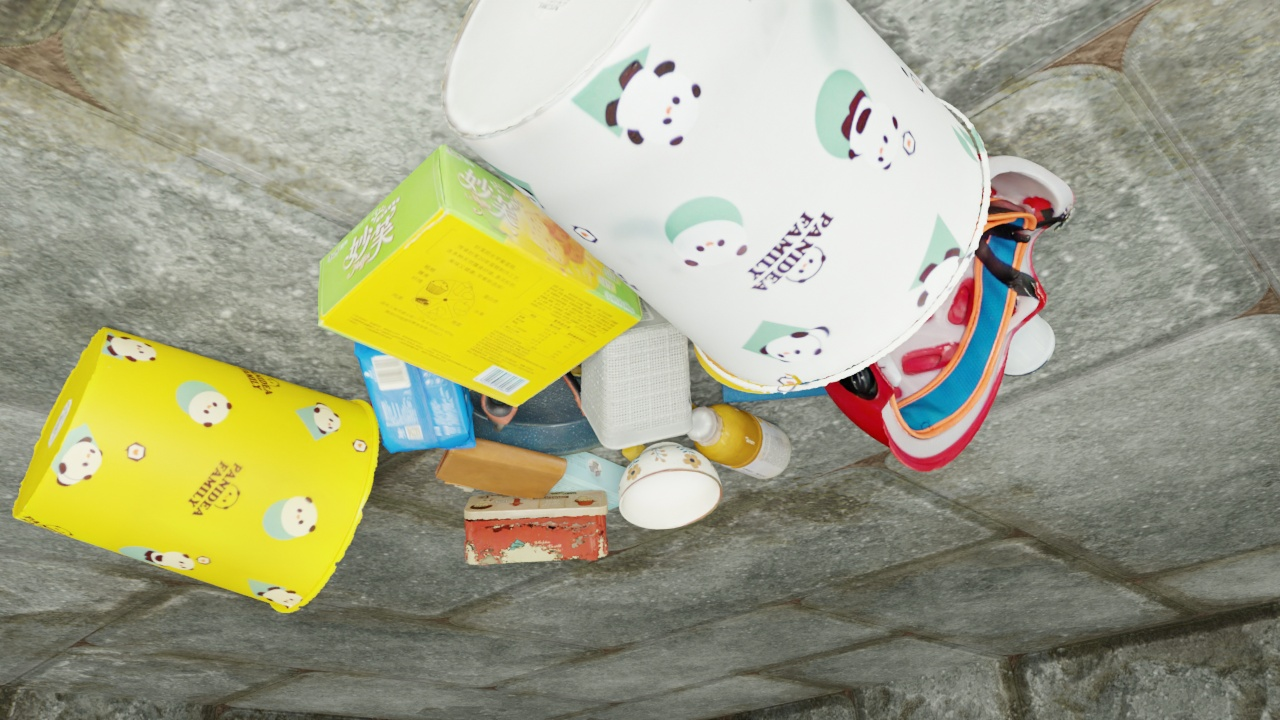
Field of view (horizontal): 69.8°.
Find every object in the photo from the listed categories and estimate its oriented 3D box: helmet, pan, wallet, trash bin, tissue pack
[{"bbox_3d":[0.198,-0.048,0.687,0.206,0.144,0.240,-25,130,-33],"label":"helmet"},{"bbox_3d":[-0.045,0.086,1.035,0.357,0.078,0.198,20,143,-35],"label":"pan"},{"bbox_3d":[-0.160,0.124,1.042,0.131,0.031,0.108,15,148,-15],"label":"wallet"},{"bbox_3d":[-0.425,0.101,0.887,0.255,0.229,0.230,27,138,-34],"label":"trash bin"},{"bbox_3d":[0.152,0.014,0.977,0.133,0.040,0.106,-5,155,3],"label":"wallet"},{"bbox_3d":[-0.215,0.024,0.892,0.095,0.052,0.157,-5,122,2],"label":"tissue pack"},{"bbox_3d":[0.039,-0.134,0.534,0.230,0.229,0.251,-26,139,33],"label":"trash bin"}]

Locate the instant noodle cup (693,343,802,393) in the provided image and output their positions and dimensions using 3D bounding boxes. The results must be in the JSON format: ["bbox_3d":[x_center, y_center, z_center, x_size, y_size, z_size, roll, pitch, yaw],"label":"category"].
[{"bbox_3d":[0.105,-0.051,0.785,0.118,0.118,0.115,-4,143,-1],"label":"instant noodle cup"}]

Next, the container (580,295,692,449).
[{"bbox_3d":[-0.005,0.005,0.845,0.090,0.090,0.114,-11,122,-17],"label":"container"}]

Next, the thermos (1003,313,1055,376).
[{"bbox_3d":[0.311,-0.055,0.846,0.073,0.073,0.224,-26,143,33],"label":"thermos"}]

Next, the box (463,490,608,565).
[{"bbox_3d":[-0.122,0.205,1.092,0.168,0.080,0.091,-2,-174,-4],"label":"box"}]

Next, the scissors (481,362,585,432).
[{"bbox_3d":[-0.100,-0.003,0.876,0.189,0.015,0.227,16,128,-21],"label":"scissors"}]

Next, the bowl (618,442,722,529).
[{"bbox_3d":[0.030,0.130,1.009,0.113,0.062,0.114,-5,137,-5],"label":"bowl"}]

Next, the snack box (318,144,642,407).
[{"bbox_3d":[-0.124,-0.056,0.734,0.158,0.070,0.210,-34,140,27],"label":"snack box"}]

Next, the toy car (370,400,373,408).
[{"bbox_3d":[-0.250,0.037,0.974,0.049,0.031,0.107,19,145,-33],"label":"toy car"}]

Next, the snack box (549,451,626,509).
[{"bbox_3d":[-0.097,0.147,1.161,0.074,0.051,0.174,-27,143,32],"label":"snack box"}]

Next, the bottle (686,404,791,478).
[{"bbox_3d":[0.111,0.090,1.047,0.068,0.068,0.189,-20,156,26],"label":"bottle"}]

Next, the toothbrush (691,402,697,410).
[{"bbox_3d":[0.078,0.074,1.088,0.016,0.018,0.191,-15,148,22],"label":"toothbrush"}]
